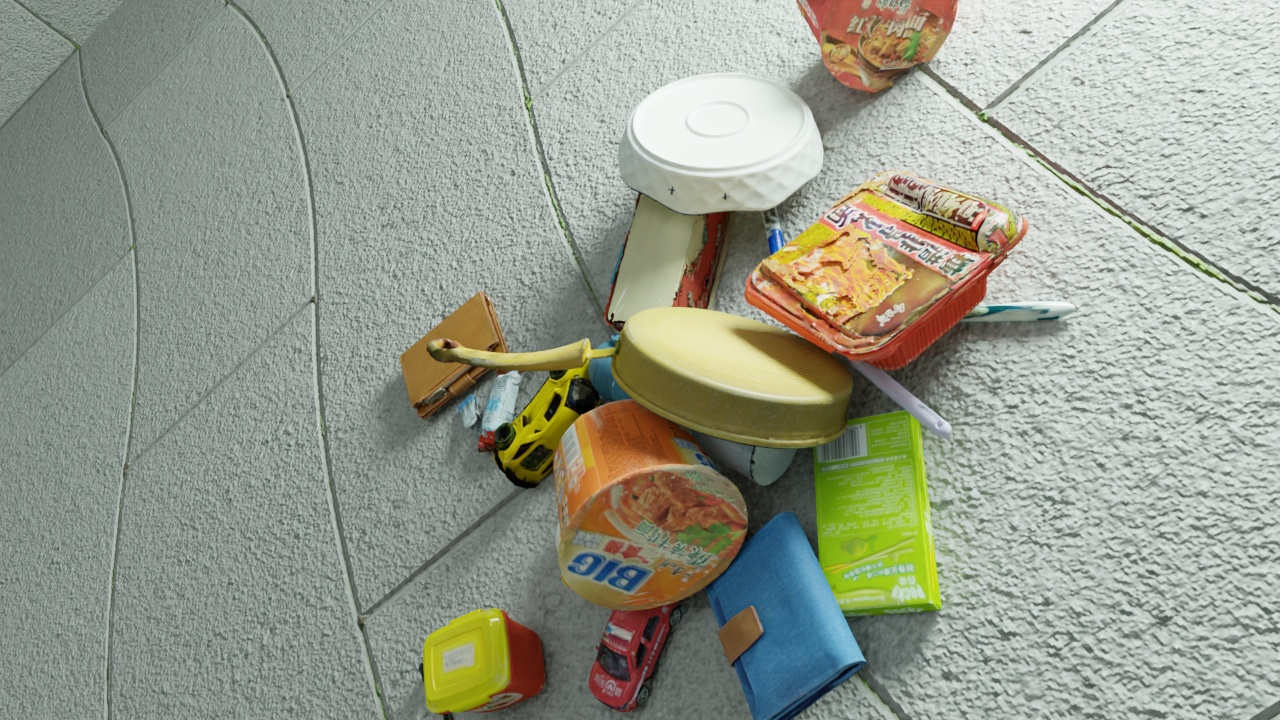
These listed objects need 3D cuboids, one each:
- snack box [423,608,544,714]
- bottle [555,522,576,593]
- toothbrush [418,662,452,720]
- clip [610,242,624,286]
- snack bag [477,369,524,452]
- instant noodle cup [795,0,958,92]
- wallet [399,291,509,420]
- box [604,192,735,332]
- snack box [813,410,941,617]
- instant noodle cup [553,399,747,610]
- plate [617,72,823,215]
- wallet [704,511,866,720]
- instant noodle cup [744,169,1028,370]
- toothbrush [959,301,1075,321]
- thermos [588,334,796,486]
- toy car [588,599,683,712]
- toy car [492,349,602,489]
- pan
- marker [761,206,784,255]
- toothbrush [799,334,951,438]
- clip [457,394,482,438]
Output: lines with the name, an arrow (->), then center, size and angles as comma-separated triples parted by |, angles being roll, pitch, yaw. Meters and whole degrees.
snack box -> -0.137, 0.271, 0.818 | 0.091, 0.080, 0.082 | -27, 54, 20
bottle -> -0.046, 0.156, 0.831 | 0.063, 0.063, 0.108 | -28, 53, 19
toothbrush -> -0.169, 0.354, 0.835 | 0.012, 0.017, 0.185 | -40, 50, 5
clip -> -0.015, -0.102, 0.984 | 0.041, 0.014, 0.056 | 5, 69, 36
snack bag -> -0.149, 0.049, 0.983 | 0.045, 0.026, 0.105 | -11, 58, 39
instant noodle cup -> 0.219, -0.351, 0.889 | 0.138, 0.138, 0.108 | -33, 45, 14
wallet -> -0.216, -0.006, 1.055 | 0.132, 0.031, 0.107 | -38, 47, 12
box -> 0.028, -0.101, 0.911 | 0.091, 0.078, 0.168 | 1, 66, 35
snack box -> 0.182, 0.120, 0.721 | 0.086, 0.026, 0.156 | -14, 58, 27
instant noodle cup -> -0.002, 0.109, 0.744 | 0.151, 0.151, 0.111 | -39, 36, 10
plate -> 0.077, -0.221, 0.904 | 0.205, 0.046, 0.204 | -3, 47, 3
wallet -> 0.105, 0.198, 0.707 | 0.107, 0.040, 0.133 | -48, 43, 28
instant noodle cup -> 0.199, -0.067, 0.754 | 0.188, 0.079, 0.164 | -37, 40, -10
toothbrush -> 0.256, -0.039, 0.763 | 0.192, 0.018, 0.016 | -2, 64, 34
thermos -> 0.040, 0.039, 0.835 | 0.221, 0.070, 0.070 | 27, 82, 40
toy car -> -0.007, 0.234, 0.775 | 0.053, 0.045, 0.120 | 12, 74, 39
toy car -> -0.084, 0.054, 0.906 | 0.156, 0.071, 0.041 | -53, 48, -2
pan -> -0.005, 0.004, 0.762 | 0.357, 0.197, 0.078 | 15, 110, 5
marker -> 0.127, -0.156, 0.915 | 0.017, 0.017, 0.145 | -21, 55, 23
toothbrush -> 0.191, 0.010, 0.759 | 0.029, 0.021, 0.189 | -42, 40, 1
clip -> -0.184, 0.061, 1.009 | 0.024, 0.028, 0.056 | -41, 41, 5
